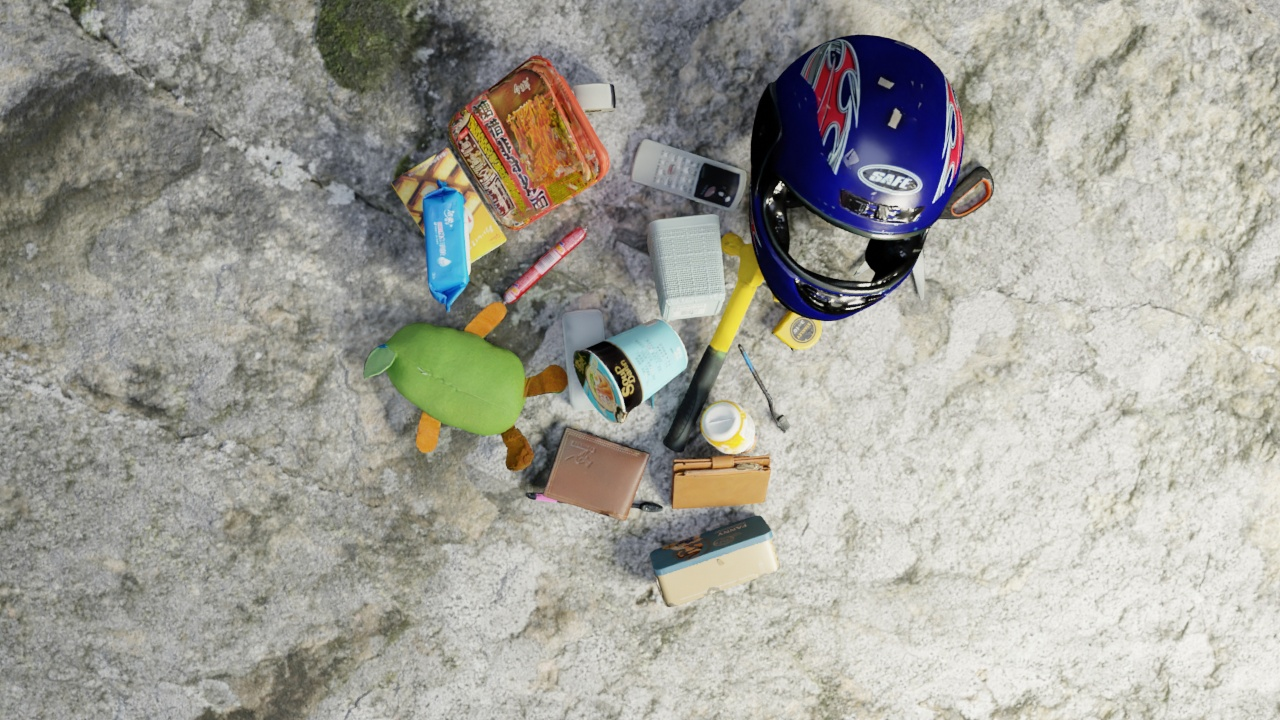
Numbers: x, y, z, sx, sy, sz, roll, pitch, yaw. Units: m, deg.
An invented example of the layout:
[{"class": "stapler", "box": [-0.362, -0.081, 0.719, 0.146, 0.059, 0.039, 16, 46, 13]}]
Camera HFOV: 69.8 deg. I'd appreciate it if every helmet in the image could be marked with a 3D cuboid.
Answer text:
[{"class": "helmet", "box": [0.252, -0.225, 1.071, 0.247, 0.241, 0.315, 9, 73, -7]}]

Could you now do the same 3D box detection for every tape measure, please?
[{"class": "tape measure", "box": [-0.064, -0.330, 1.160, 0.066, 0.066, 0.033, -6, 100, -4]}, {"class": "tape measure", "box": [0.215, -0.044, 1.243, 0.057, 0.029, 0.060, 38, 94, -8]}]

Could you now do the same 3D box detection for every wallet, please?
[{"class": "wallet", "box": [0.107, 0.165, 1.241, 0.132, 0.031, 0.108, -4, 142, -3]}, {"class": "wallet", "box": [-0.060, 0.153, 1.245, 0.124, 0.032, 0.101, 18, 87, -3]}]

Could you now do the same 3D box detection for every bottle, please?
[{"class": "bottle", "box": [0.122, 0.094, 1.219, 0.063, 0.108, 0.063, -9, 68, 22]}]

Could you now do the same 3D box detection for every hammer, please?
[{"class": "hammer", "box": [0.102, -0.014, 1.215, 0.032, 0.129, 0.301, 9, 111, -42]}]

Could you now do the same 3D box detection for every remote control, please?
[{"class": "remote control", "box": [0.064, -0.242, 1.205, 0.150, 0.021, 0.058, 16, 97, -6]}, {"class": "remote control", "box": [-0.073, -0.001, 1.233, 0.056, 0.020, 0.136, -6, 99, -4]}]

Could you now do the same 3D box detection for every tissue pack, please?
[{"class": "tissue pack", "box": [-0.237, -0.142, 1.131, 0.052, 0.095, 0.157, -3, 100, -9]}]

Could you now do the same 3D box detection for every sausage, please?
[{"class": "sausage", "box": [-0.127, -0.126, 1.211, 0.156, 0.020, 0.020, -42, 99, 3]}]

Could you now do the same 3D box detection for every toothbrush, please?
[{"class": "toothbrush", "box": [-0.062, 0.197, 1.267, 0.189, 0.018, 0.014, 6, 90, -4]}, {"class": "toothbrush", "box": [0.164, 0.038, 1.214, 0.016, 0.014, 0.189, -33, 131, 0]}]

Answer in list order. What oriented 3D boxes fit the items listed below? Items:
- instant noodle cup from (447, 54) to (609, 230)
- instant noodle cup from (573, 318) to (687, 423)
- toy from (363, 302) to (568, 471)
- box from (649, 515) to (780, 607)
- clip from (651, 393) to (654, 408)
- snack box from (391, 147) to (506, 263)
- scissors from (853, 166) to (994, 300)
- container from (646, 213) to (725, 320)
[{"class": "instant noodle cup", "box": [-0.130, -0.270, 1.134, 0.189, 0.078, 0.164, -23, 102, 35]}, {"class": "instant noodle cup", "box": [-0.007, 0.007, 1.190, 0.120, 0.111, 0.111, -30, 100, -24]}, {"class": "toy", "box": [-0.227, 0.028, 1.193, 0.246, 0.090, 0.227, 28, 95, -4]}, {"class": "box", "box": [0.107, 0.271, 1.255, 0.184, 0.090, 0.061, -21, 99, -3]}, {"class": "clip", "box": [0.010, 0.037, 1.248, 0.034, 0.013, 0.054, 13, 97, -7]}, {"class": "snack box", "box": [-0.246, -0.192, 1.185, 0.087, 0.033, 0.140, -31, 102, 2]}, {"class": "scissors", "box": [0.372, -0.200, 1.234, 0.234, 0.021, 0.221, -30, 99, 0]}, {"class": "container", "box": [0.060, -0.116, 1.171, 0.090, 0.090, 0.111, -6, 76, -3]}]
